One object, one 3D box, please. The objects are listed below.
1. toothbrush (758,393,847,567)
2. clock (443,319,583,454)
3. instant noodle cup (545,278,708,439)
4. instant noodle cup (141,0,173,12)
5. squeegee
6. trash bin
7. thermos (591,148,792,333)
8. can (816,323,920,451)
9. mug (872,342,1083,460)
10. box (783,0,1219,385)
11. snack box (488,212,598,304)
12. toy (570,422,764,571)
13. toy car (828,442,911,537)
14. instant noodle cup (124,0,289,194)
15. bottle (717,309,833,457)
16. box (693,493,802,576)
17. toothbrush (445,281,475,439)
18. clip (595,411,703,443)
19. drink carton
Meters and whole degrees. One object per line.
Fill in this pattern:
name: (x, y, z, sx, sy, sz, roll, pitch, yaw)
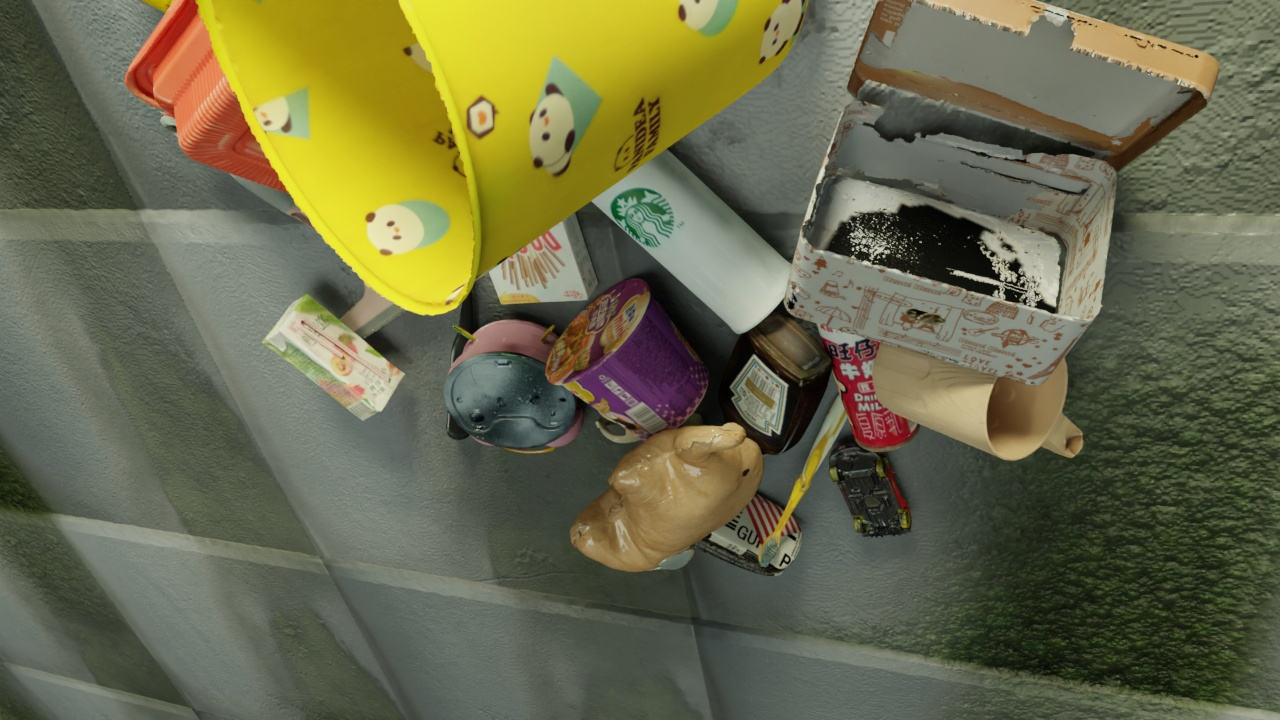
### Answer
toothbrush: (0.141, 0.102, 0.785, 0.016, 0.018, 0.192, 23, 113, 1)
clock: (-0.111, 0.033, 0.834, 0.117, 0.059, 0.159, -1, 131, 5)
instant noodle cup: (-0.004, 0.004, 0.754, 0.112, 0.111, 0.099, -27, 122, 36)
instant noodle cup: (-0.324, -0.300, 0.641, 0.123, 0.116, 0.116, 33, 133, -20)
squeegee: (-0.303, -0.129, 0.804, 0.249, 0.040, 0.248, 43, 139, -23)
trash bin: (-0.060, -0.185, 0.485, 0.230, 0.254, 0.230, 36, 146, 29)
thermos: (0.011, -0.115, 0.666, 0.224, 0.073, 0.073, 41, 131, -12)
can: (0.174, 0.004, 0.706, 0.053, 0.053, 0.133, -8, 123, 28)
mug: (0.242, 0.023, 0.656, 0.124, 0.084, 0.104, 32, 176, -35)
box: (0.199, -0.112, 0.530, 0.183, 0.156, 0.193, 17, 153, 9)
snack box: (-0.097, -0.118, 0.741, 0.085, 0.026, 0.157, -1, 125, 23)
toy: (0.036, 0.097, 0.731, 0.082, 0.143, 0.227, 62, 141, 24)
toy car: (0.199, 0.111, 0.795, 0.049, 0.031, 0.106, -14, 121, 30)
instant noodle cup: (-0.253, -0.186, 0.668, 0.188, 0.079, 0.165, 15, 148, -43)
bottle: (0.098, 0.045, 0.758, 0.080, 0.043, 0.195, 46, 149, 23)
box: (0.065, 0.157, 0.867, 0.163, 0.074, 0.081, 26, 141, -2)
toothbrush: (-0.165, -0.006, 0.858, 0.026, 0.027, 0.213, 2, 133, -13)
clip: (0.000, 0.061, 0.831, 0.097, 0.061, 0.034, 17, 132, 24)
drink carton: (-0.287, -0.002, 0.867, 0.046, 0.053, 0.122, -23, 122, 42)
